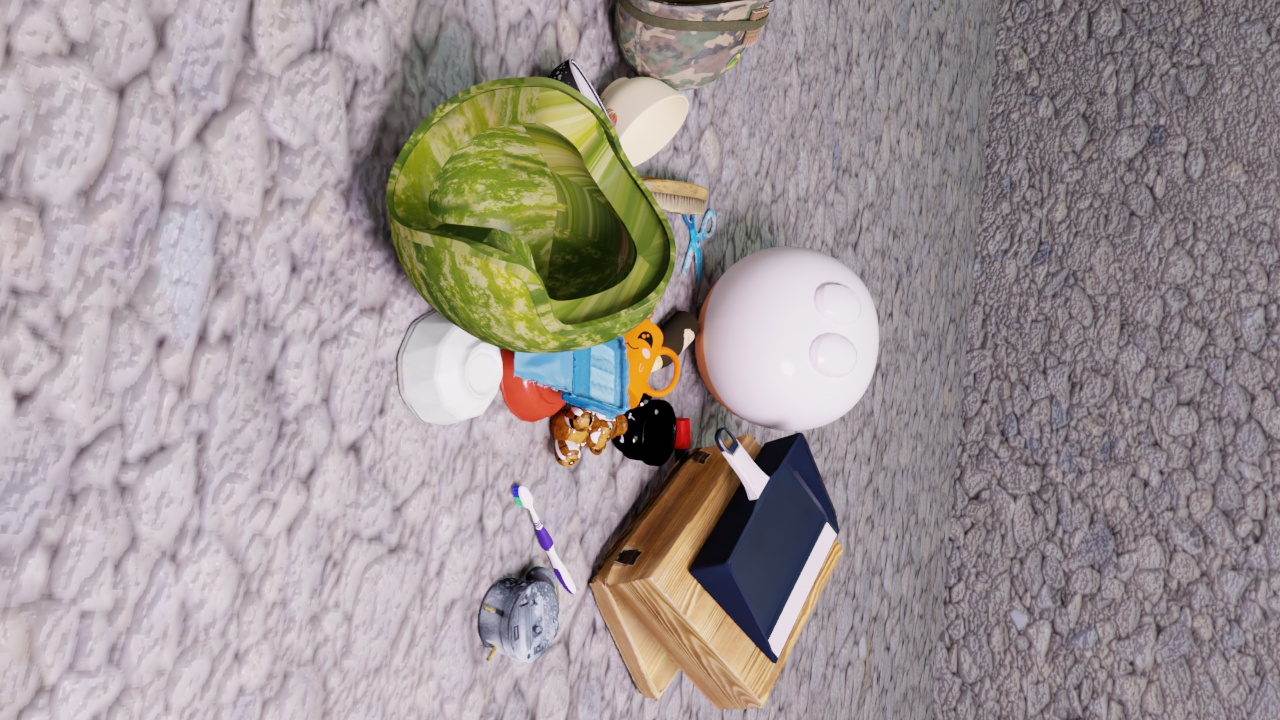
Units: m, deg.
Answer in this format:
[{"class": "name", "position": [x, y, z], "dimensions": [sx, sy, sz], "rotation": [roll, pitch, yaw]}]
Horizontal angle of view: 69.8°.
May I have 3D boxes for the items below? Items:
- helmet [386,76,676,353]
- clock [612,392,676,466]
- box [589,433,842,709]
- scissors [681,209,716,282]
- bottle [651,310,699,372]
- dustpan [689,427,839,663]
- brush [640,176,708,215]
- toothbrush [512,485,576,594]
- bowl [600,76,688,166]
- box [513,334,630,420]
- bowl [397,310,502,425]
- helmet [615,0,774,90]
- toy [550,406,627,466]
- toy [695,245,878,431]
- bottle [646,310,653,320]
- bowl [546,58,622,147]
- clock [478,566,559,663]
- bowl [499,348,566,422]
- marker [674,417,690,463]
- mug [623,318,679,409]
[{"class": "helmet", "position": [-0.101, -0.116, 0.843], "dimensions": [0.247, 0.244, 0.212], "rotation": [38, 64, -47]}, {"class": "clock", "position": [0.003, 0.089, 1.218], "dimensions": [0.120, 0.043, 0.091], "rotation": [44, 56, -51]}, {"class": "box", "position": [0.078, 0.279, 1.248], "dimensions": [0.258, 0.221, 0.278], "rotation": [52, 51, -12]}, {"class": "scissors", "position": [0.078, -0.185, 1.349], "dimensions": [0.127, 0.012, 0.137], "rotation": [54, 50, -46]}, {"class": "bottle", "position": [0.021, -0.006, 1.236], "dimensions": [0.184, 0.045, 0.045], "rotation": [-46, 130, -47]}, {"class": "dustpan", "position": [0.159, 0.195, 1.151], "dimensions": [0.273, 0.080, 0.235], "rotation": [49, 50, -12]}, {"class": "brush", "position": [0.039, -0.222, 1.237], "dimensions": [0.195, 0.059, 0.043], "rotation": [-9, 111, -59]}, {"class": "toothbrush", "position": [-0.110, 0.212, 1.072], "dimensions": [0.015, 0.016, 0.187], "rotation": [-55, 138, -40]}, {"class": "bowl", "position": [-0.010, -0.305, 1.127], "dimensions": [0.074, 0.118, 0.117], "rotation": [51, 31, 13]}, {"class": "box", "position": [-0.079, -0.064, 1.035], "dimensions": [0.174, 0.034, 0.231], "rotation": [26, 56, -45]}, {"class": "bowl", "position": [-0.177, 0.009, 0.907], "dimensions": [0.117, 0.061, 0.117], "rotation": [-9, 101, -58]}, {"class": "helmet", "position": [0.067, -0.458, 1.127], "dimensions": [0.223, 0.193, 0.237], "rotation": [-42, 155, -32]}, {"class": "toy", "position": [-0.060, 0.081, 1.098], "dimensions": [0.112, 0.067, 0.087], "rotation": [3, 114, -46]}, {"class": "toy", "position": [0.207, -0.027, 1.334], "dimensions": [0.265, 0.281, 0.262], "rotation": [11, 79, -22]}, {"class": "bottle", "position": [-0.006, -0.109, 1.173], "dimensions": [0.059, 0.059, 0.167], "rotation": [-29, 119, -54]}, {"class": "bowl", "position": [-0.076, -0.267, 1.028], "dimensions": [0.120, 0.066, 0.120], "rotation": [59, 13, -22]}, {"class": "clock", "position": [-0.125, 0.281, 1.019], "dimensions": [0.129, 0.052, 0.090], "rotation": [-12, 102, -56]}, {"class": "bowl", "position": [-0.108, 0.011, 1.041], "dimensions": [0.121, 0.035, 0.122], "rotation": [-7, 98, -58]}, {"class": "marker", "position": [0.063, 0.157, 1.339], "dimensions": [0.023, 0.021, 0.145], "rotation": [-6, 99, -20]}, {"class": "mug", "position": [-0.007, 0.007, 1.136], "dimensions": [0.078, 0.112, 0.095], "rotation": [113, -1, -63]}]
